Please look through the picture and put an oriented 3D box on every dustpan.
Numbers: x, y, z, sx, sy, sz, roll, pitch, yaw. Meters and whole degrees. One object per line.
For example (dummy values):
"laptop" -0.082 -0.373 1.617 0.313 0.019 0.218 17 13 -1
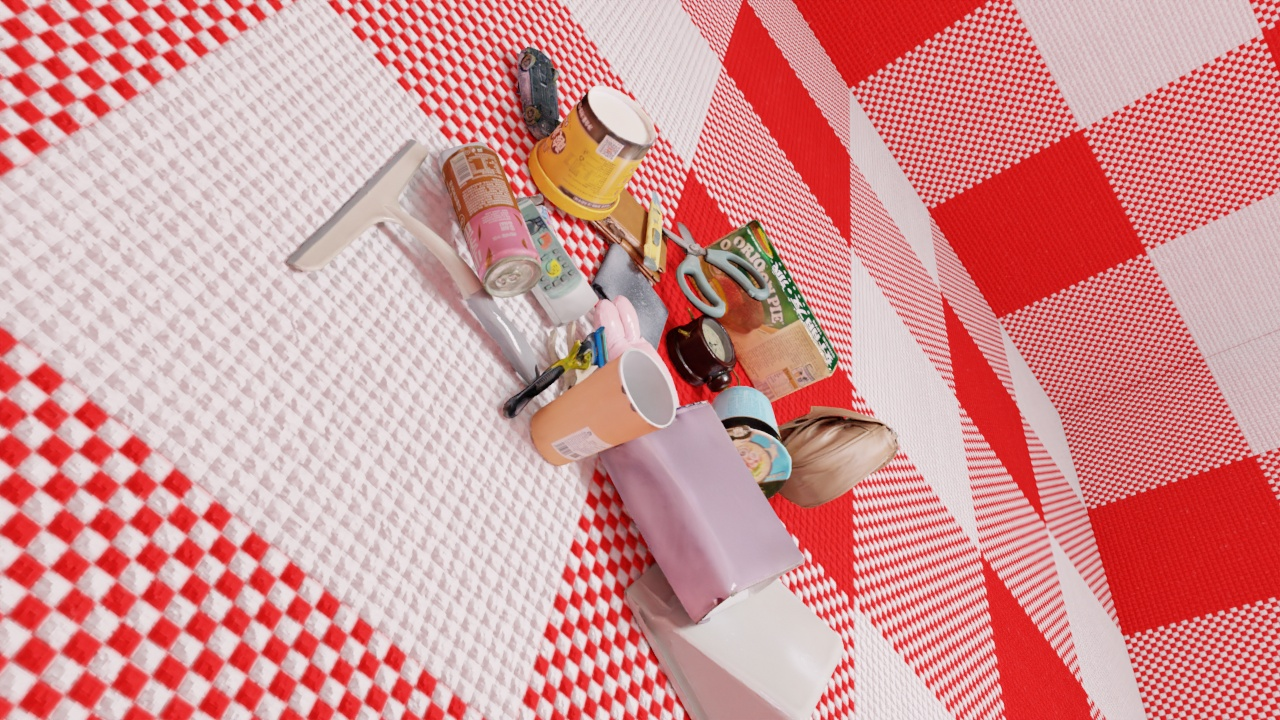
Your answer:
"dustpan" 0.099 0.325 0.954 0.258 0.143 0.222 36 25 15

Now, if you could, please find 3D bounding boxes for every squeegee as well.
"squeegee" -0.162 -0.066 0.837 0.246 0.039 0.245 50 31 -21

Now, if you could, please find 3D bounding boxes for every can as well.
"can" -0.139 -0.131 0.851 0.057 0.058 0.147 19 41 -51

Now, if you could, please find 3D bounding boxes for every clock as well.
"clock" 0.085 -0.005 1.164 0.122 0.055 0.081 49 31 -17

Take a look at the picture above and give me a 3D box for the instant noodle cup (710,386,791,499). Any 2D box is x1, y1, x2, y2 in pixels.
"instant noodle cup" 0.121 0.092 1.096 0.111 0.111 0.120 50 24 -21

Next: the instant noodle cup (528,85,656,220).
"instant noodle cup" -0.051 -0.243 1.061 0.118 0.115 0.118 24 43 -25

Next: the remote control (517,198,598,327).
"remote control" -0.100 -0.101 0.956 0.056 0.019 0.135 -36 94 -33

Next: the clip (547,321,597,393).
"clip" -0.058 0.013 0.943 0.089 0.035 0.104 1 69 -57

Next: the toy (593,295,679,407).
"toy" -0.006 0.006 1.006 0.159 0.054 0.121 68 22 0

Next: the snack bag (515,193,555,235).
"snack bag" -0.105 -0.131 0.993 0.045 0.026 0.105 -19 81 -37

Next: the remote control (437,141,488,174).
"remote control" -0.155 -0.154 0.920 0.055 0.020 0.136 -22 83 -24

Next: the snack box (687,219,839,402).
"snack box" 0.169 -0.067 1.292 0.240 0.115 0.063 58 30 -6

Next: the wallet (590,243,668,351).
"wallet" -0.011 -0.073 1.109 0.121 0.019 0.097 51 33 -22

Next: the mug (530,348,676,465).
"mug" -0.039 0.050 0.849 0.078 0.123 0.078 38 36 -35

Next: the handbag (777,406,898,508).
"handbag" 0.226 0.111 1.154 0.100 0.147 0.204 62 -5 -4

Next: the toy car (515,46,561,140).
"toy car" -0.125 -0.323 1.121 0.054 0.037 0.120 11 66 -55

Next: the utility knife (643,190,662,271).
"utility knife" 0.015 -0.166 1.176 0.031 0.019 0.174 50 23 -32

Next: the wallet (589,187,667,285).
"wallet" -0.014 -0.171 1.172 0.132 0.031 0.107 41 34 -31

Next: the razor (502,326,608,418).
"razor" -0.083 0.015 0.879 0.142 0.022 0.043 -38 133 -39

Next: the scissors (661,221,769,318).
"scissors" 0.102 -0.121 1.207 0.176 0.019 0.174 2 50 -29

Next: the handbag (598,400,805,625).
"handbag" 0.054 0.149 0.910 0.144 0.099 0.197 0 54 -56
